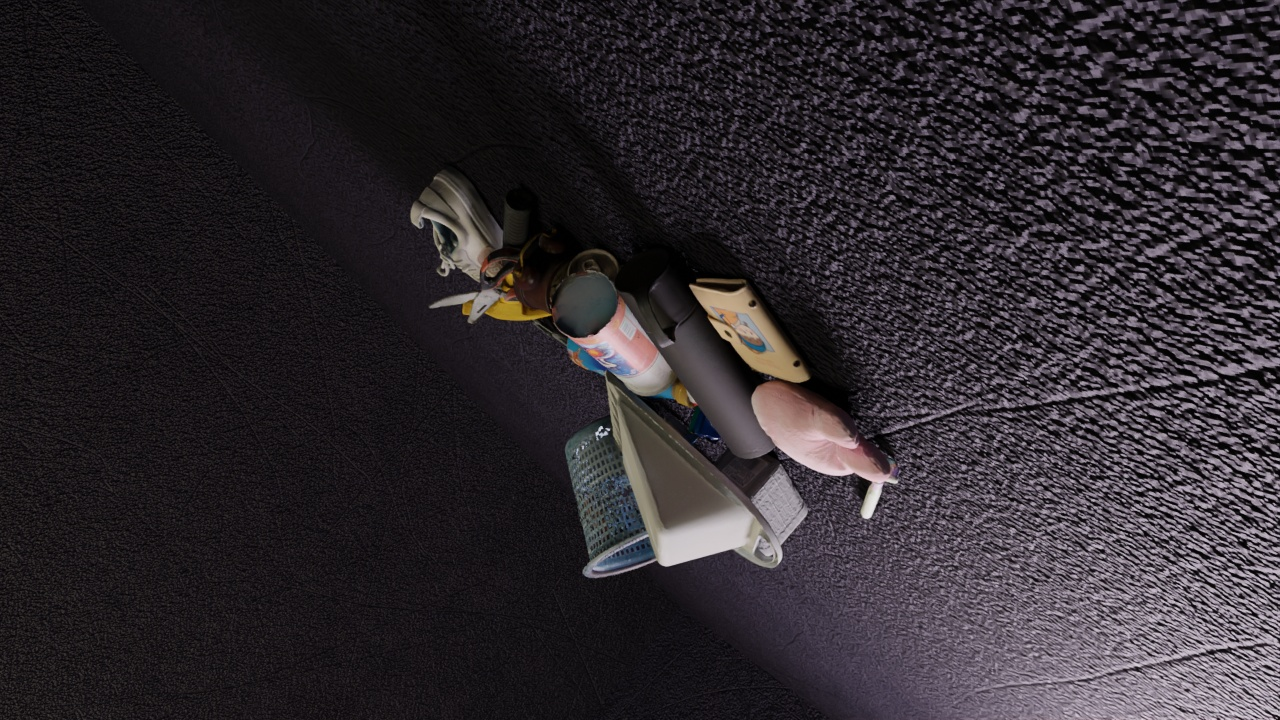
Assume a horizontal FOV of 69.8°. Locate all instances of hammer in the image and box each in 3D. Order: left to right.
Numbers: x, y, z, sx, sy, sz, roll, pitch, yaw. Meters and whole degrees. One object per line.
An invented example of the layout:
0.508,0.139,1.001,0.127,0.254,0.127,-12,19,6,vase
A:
-0.154,-0.118,1.122,0.128,0.032,0.301,5,158,-8,hammer

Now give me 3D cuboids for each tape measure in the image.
0.084,0.065,1.062,0.054,0.058,0.025,25,177,-38,tape measure

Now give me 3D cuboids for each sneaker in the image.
-0.222,-0.141,1.204,0.089,0.090,0.242,35,165,32,sneaker

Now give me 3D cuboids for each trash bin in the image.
-0.011,0.185,1.349,0.227,0.226,0.195,82,166,-69,trash bin

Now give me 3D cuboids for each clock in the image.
-0.102,-0.098,1.028,0.055,0.082,0.122,28,161,34,clock

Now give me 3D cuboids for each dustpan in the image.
0.064,0.149,1.136,0.223,0.142,0.257,87,166,-64,dustpan

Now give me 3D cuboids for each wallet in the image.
0.096,-0.029,0.823,0.115,0.024,0.087,49,160,-28,wallet

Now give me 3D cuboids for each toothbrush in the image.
0.240,0.134,0.931,0.190,0.020,0.029,74,176,-66,toothbrush

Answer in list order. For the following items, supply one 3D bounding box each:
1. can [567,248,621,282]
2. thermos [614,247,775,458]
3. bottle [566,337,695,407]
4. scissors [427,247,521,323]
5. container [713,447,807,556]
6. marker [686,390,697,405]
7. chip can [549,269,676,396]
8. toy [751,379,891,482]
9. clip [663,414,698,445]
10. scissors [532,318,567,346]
-0.043,-0.070,0.999,0.058,0.058,0.116,37,166,19,can
0.060,0.005,0.891,0.069,0.089,0.242,-20,129,26,thermos
-0.007,0.006,1.113,0.219,0.065,0.065,27,159,47,bottle
-0.174,-0.087,1.135,0.227,0.015,0.189,-1,158,9,scissors
0.141,0.170,1.161,0.090,0.090,0.114,28,158,43,container
0.036,-0.018,0.935,0.017,0.017,0.145,19,135,58,marker
-0.021,-0.024,0.951,0.071,0.071,0.214,36,177,24,chip can
0.167,0.068,0.850,0.121,0.054,0.159,46,169,-22,toy
0.054,0.101,1.316,0.058,0.026,0.043,48,153,11,clip
-0.148,-0.053,1.356,0.159,0.014,0.180,33,177,1,scissors
